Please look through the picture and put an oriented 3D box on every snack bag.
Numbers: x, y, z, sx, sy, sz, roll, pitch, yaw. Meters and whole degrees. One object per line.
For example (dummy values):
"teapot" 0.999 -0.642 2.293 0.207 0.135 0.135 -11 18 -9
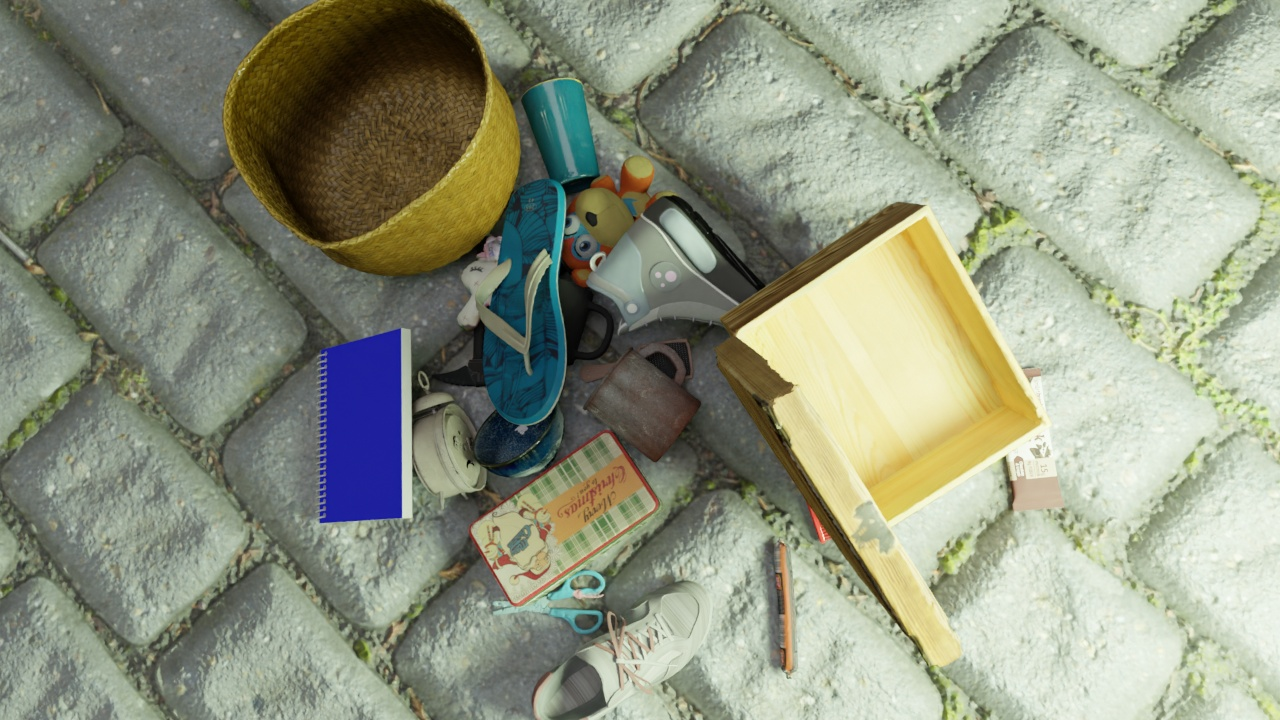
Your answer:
"snack bag" 0.436 0.088 1.032 0.057 0.013 0.157 -6 80 3

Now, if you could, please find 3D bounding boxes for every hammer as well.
"hammer" -0.203 -0.128 1.131 0.095 0.015 0.324 -1 80 6

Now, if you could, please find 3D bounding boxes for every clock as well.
"clock" -0.232 0.088 1.053 0.061 0.103 0.157 -20 87 9

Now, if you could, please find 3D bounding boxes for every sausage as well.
"sausage" 0.163 0.276 1.026 0.020 0.020 0.155 -3 80 5

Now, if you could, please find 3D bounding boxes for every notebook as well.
"notebook" -0.322 0.080 1.062 0.172 0.022 0.209 -11 78 39

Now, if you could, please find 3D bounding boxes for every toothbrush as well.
"toothbrush" 0.180 0.105 1.055 0.018 0.012 0.212 -18 79 2

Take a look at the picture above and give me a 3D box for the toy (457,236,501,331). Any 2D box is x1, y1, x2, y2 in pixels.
"toy" -0.178 -0.090 1.095 0.079 0.038 0.122 3 77 13

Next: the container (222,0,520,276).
"container" -0.289 -0.252 1.062 0.307 0.196 0.306 -2 79 11

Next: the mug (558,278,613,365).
"mug" -0.088 -0.042 1.072 0.113 0.078 0.088 15 82 9

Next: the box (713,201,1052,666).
"box" 0.237 0.052 0.856 0.286 0.336 0.279 -33 104 5

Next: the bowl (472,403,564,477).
"bowl" -0.129 0.095 1.055 0.114 0.114 0.061 -37 122 -1

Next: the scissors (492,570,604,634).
"scissors" -0.106 0.290 1.056 0.141 0.015 0.076 -14 76 9

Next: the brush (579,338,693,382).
"brush" -0.006 0.006 1.089 0.136 0.015 0.050 -8 81 4

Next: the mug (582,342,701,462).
"mug" 0.012 0.039 1.044 0.110 0.096 0.122 40 70 -2

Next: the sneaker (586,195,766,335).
"sneaker" 0.064 -0.051 1.042 0.161 0.093 0.256 -40 102 14

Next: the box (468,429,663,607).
"box" -0.085 0.180 1.048 0.205 0.051 0.117 -34 75 -1

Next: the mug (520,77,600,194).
"mug" -0.092 -0.269 1.115 0.078 0.078 0.121 -16 85 3

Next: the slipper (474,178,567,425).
"slipper" -0.137 -0.074 1.019 0.118 0.060 0.294 -10 70 34

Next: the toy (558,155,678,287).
"toy" -0.039 -0.158 1.086 0.176 0.096 0.112 -41 74 9

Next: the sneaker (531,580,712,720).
"sneaker" -0.021 0.327 1.000 0.236 0.089 0.099 -38 79 -1
